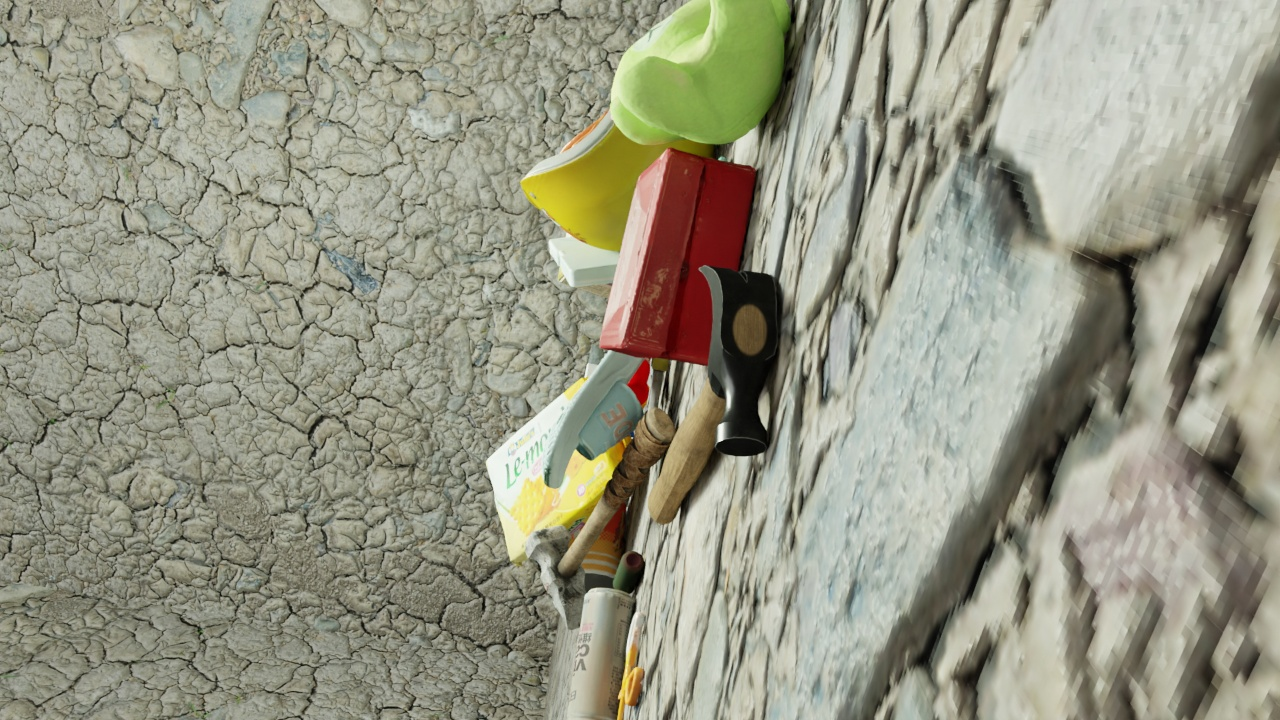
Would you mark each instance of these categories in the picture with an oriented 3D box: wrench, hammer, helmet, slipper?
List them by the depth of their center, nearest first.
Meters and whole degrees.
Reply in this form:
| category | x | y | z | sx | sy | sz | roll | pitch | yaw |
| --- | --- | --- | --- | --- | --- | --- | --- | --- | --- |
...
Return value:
| category | x | y | z | sx | sy | sz | roll | pitch | yaw |
| --- | --- | --- | --- | --- | --- | --- | --- | --- | --- |
| hammer | 0.039 | 0.048 | 0.633 | 0.306 | 0.040 | 0.132 | 106 | 169 | -63 |
| slipper | -0.020 | 0.035 | 0.954 | 0.245 | 0.074 | 0.104 | -53 | -3 | -8 |
| hammer | -0.039 | 0.163 | 0.978 | 0.121 | 0.048 | 0.320 | 59 | 138 | 30 |
| helmet | -0.004 | -0.202 | 0.991 | 0.209 | 0.139 | 0.239 | -39 | 7 | 14 |
| wrench | 0.025 | -0.009 | 1.073 | 0.083 | 0.018 | 0.273 | 163 | 117 | -86 |

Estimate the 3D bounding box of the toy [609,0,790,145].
| category | x | y | z | sx | sy | sz | roll | pitch | yaw |
| --- | --- | --- | --- | --- | --- | --- | --- | --- | --- |
| toy | 0.044 | -0.210 | 0.674 | 0.150 | 0.107 | 0.196 | -42 | 8 | 13 |

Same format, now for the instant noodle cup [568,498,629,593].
| category | x | y | z | sx | sy | sz | roll | pitch | yaw |
| --- | --- | --- | --- | --- | --- | --- | --- | --- | --- |
| instant noodle cup | -0.076 | 0.242 | 1.233 | 0.124 | 0.123 | 0.121 | 106 | 165 | -57 |

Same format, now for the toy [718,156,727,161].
| category | x | y | z | sx | sy | sz | roll | pitch | yaw |
| --- | --- | --- | --- | --- | --- | --- | --- | --- | --- |
| toy | 0.059 | -0.128 | 0.828 | 0.084 | 0.033 | 0.105 | -60 | -13 | -58 |

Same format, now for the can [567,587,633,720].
| category | x | y | z | sx | sy | sz | roll | pitch | yaw |
| --- | --- | --- | --- | --- | --- | --- | --- | --- | --- |
| can | -0.041 | 0.308 | 0.950 | 0.054 | 0.054 | 0.135 | 107 | 172 | -61 |

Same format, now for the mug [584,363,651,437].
| category | x | y | z | sx | sy | sz | roll | pitch | yaw |
| --- | --- | --- | --- | --- | --- | --- | --- | --- | --- |
| mug | -0.039 | 0.061 | 1.289 | 0.121 | 0.090 | 0.091 | 112 | 168 | -72 |

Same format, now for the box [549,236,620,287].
| category | x | y | z | sx | sy | sz | roll | pitch | yaw |
| --- | --- | --- | --- | --- | --- | --- | --- | --- | --- |
| box | -0.028 | -0.114 | 1.031 | 0.197 | 0.134 | 0.041 | -122 | 31 | -69 |

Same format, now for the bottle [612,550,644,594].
| category | x | y | z | sx | sy | sz | roll | pitch | yaw |
| --- | --- | --- | --- | --- | --- | --- | --- | --- | --- |
| bottle | -0.016 | 0.236 | 0.986 | 0.106 | 0.025 | 0.025 | 105 | 173 | -53 |

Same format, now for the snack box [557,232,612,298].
| category | x | y | z | sx | sy | sz | roll | pitch | yaw |
| --- | --- | --- | --- | --- | --- | --- | --- | --- | --- |
| snack box | -0.023 | -0.149 | 1.178 | 0.041 | 0.143 | 0.147 | 143 | 139 | -60 |

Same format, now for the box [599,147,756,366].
| category | x | y | z | sx | sy | sz | roll | pitch | yaw |
| --- | --- | --- | --- | --- | --- | --- | --- | --- | --- |
| box | 0.031 | -0.075 | 0.721 | 0.129 | 0.092 | 0.157 | -165 | 89 | -84 |

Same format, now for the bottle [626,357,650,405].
| category | x | y | z | sx | sy | sz | roll | pitch | yaw |
| --- | --- | --- | --- | --- | --- | --- | --- | --- | --- |
| bottle | -0.006 | 0.006 | 1.062 | 0.118 | 0.036 | 0.036 | -86 | 7 | -56 |

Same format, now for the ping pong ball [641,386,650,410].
| category | x | y | z | sx | sy | sz | roll | pitch | yaw |
| --- | --- | --- | --- | --- | --- | --- | --- | --- | --- |
| ping pong ball | -0.002 | 0.048 | 1.151 | 0.040 | 0.040 | 0.040 | -173 | 93 | -86 |

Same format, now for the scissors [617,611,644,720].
| category | x | y | z | sx | sy | sz | roll | pitch | yaw |
| --- | --- | --- | --- | --- | --- | --- | --- | --- | --- |
| scissors | -0.010 | 0.295 | 0.861 | 0.126 | 0.011 | 0.128 | 109 | 172 | -56 |

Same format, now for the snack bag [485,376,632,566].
| category | x | y | z | sx | sy | sz | roll | pitch | yaw |
| --- | --- | --- | --- | --- | --- | --- | --- | --- | --- |
| snack bag | -0.094 | 0.140 | 1.158 | 0.248 | 0.068 | 0.159 | -40 | 51 | 29 |
